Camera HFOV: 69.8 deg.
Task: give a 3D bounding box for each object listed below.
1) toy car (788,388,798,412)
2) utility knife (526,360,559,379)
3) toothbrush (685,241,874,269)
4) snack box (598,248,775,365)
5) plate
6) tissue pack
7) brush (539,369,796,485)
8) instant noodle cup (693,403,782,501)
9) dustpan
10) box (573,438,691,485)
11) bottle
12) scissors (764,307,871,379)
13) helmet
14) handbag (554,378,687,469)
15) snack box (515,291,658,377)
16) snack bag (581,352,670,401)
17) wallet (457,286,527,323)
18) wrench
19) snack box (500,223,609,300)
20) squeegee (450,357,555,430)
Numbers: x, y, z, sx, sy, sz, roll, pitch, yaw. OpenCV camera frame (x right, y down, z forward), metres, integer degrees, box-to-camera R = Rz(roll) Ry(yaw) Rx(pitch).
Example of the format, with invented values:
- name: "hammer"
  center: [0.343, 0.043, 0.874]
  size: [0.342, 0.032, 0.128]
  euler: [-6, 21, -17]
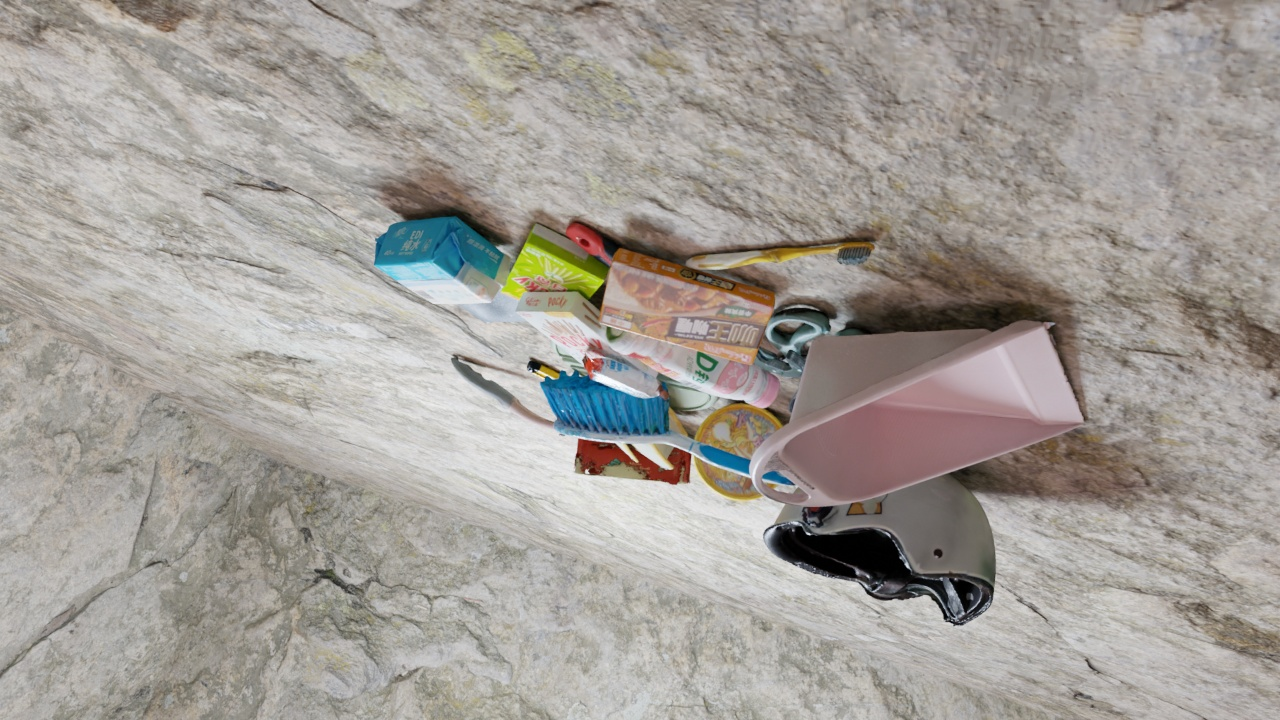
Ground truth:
- name: "toy car"
  center: [0.207, 0.060, 1.018]
  size: [0.090, 0.043, 0.034]
  euler: [27, -173, -9]
- name: "utility knife"
  center: [-0.082, 0.049, 1.310]
  size: [0.195, 0.015, 0.033]
  euler: [29, 161, -25]
- name: "toothbrush"
  center: [0.109, -0.084, 0.769]
  size: [0.192, 0.018, 0.016]
  euler: [0, 150, 44]
- name: "snack box"
  center: [0.042, -0.049, 0.857]
  size: [0.154, 0.026, 0.075]
  euler: [16, 131, 1]
- name: "plate"
  center: [-0.007, 0.006, 1.109]
  size: [0.230, 0.027, 0.230]
  euler: [19, 161, 7]
- name: "tissue pack"
  center: [-0.209, -0.106, 0.961]
  size: [0.140, 0.063, 0.090]
  euler: [3, 155, 44]
- name: "brush"
  center: [0.033, 0.077, 1.067]
  size: [0.315, 0.060, 0.109]
  euler: [4, 112, 23]
- name: "instant noodle cup"
  center: [0.124, 0.122, 1.163]
  size: [0.118, 0.118, 0.114]
  euler: [19, 169, 6]
- name: "dustpan"
  center: [0.245, 0.073, 0.833]
  size: [0.274, 0.138, 0.222]
  euler: [1, 156, 38]
- name: "box"
  center: [-0.009, 0.150, 1.339]
  size: [0.168, 0.080, 0.091]
  euler: [5, 174, 8]
- name: "bottle"
  center: [0.061, -0.005, 0.960]
  size: [0.197, 0.068, 0.068]
  euler: [26, 160, -25]
- name: "scissors"
  center: [0.185, -0.002, 0.913]
  size: [0.132, 0.019, 0.186]
  euler: [16, 161, 13]
- name: "helmet"
  center: [0.299, 0.196, 1.111]
  size: [0.275, 0.156, 0.230]
  euler: [8, 153, 42]
- name: "handbag"
  center: [-0.037, 0.079, 1.213]
  size: [0.179, 0.063, 0.163]
  euler: [20, 164, 20]
- name: "snack box"
  center: [-0.054, -0.024, 0.996]
  size: [0.085, 0.026, 0.156]
  euler: [3, 154, 41]
- name: "snack bag"
  center: [-0.017, 0.019, 0.991]
  size: [0.104, 0.026, 0.048]
  euler: [21, 167, -4]
- name: "wallet"
  center: [-0.176, -0.073, 1.087]
  size: [0.121, 0.019, 0.097]
  euler: [2, 155, 39]
- name: "wrench"
  center: [0.045, -0.055, 0.890]
  size: [0.273, 0.016, 0.056]
  euler: [31, 158, -13]
- name: "snack box"
  center: [-0.090, -0.086, 0.951]
  size: [0.085, 0.026, 0.157]
  euler: [25, 160, -11]
- name: "squeegee"
  center: [-0.181, 0.062, 1.370]
  size: [0.249, 0.040, 0.247]
  euler: [26, 177, 9]
